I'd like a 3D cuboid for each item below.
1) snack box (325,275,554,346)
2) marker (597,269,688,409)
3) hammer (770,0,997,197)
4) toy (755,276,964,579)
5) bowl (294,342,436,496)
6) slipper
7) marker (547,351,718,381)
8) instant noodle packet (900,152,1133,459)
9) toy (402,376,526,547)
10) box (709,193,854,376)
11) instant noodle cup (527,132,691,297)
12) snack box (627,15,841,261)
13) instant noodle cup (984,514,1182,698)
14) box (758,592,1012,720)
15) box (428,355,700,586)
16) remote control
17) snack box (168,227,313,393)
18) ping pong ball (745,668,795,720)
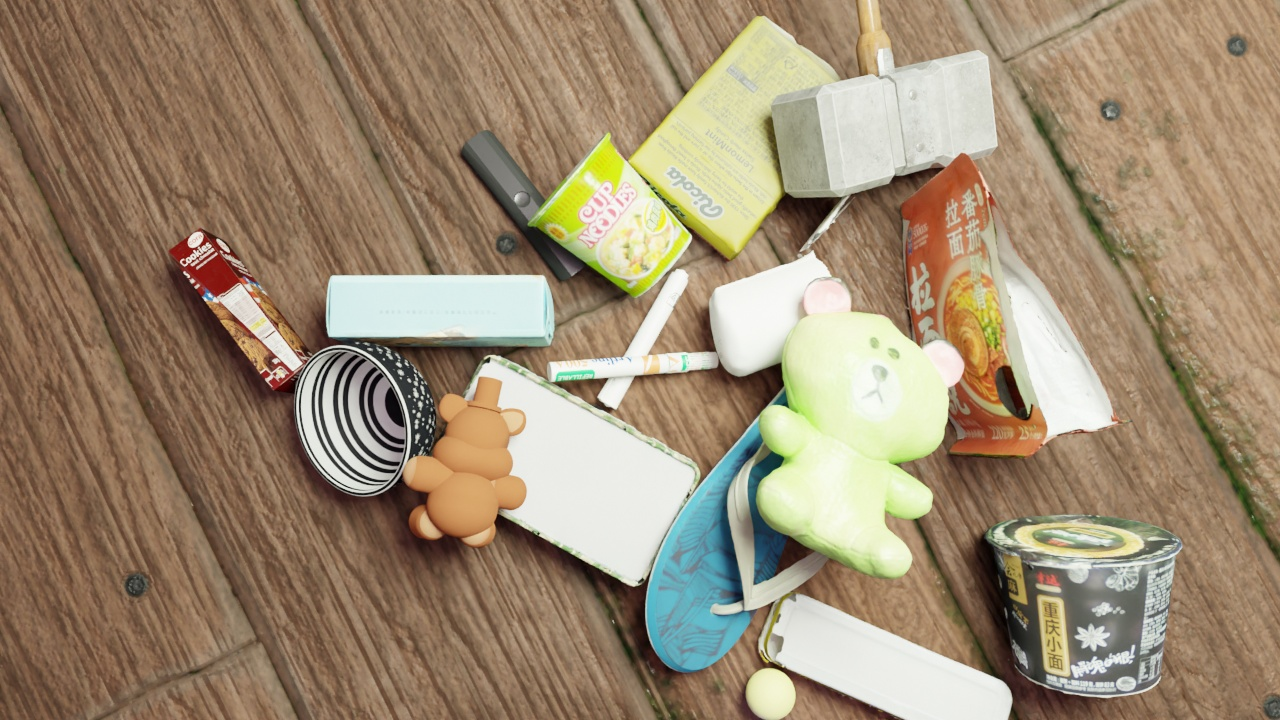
[{"bbox_3d":[-0.159,-0.039,0.748,0.174,0.075,0.053,1,86,-2],"label":"snack box"},{"bbox_3d":[0.003,-0.020,0.778,0.020,0.017,0.133,33,84,-37],"label":"marker"},{"bbox_3d":[0.172,-0.300,0.709,0.162,0.083,0.318,-18,106,-20],"label":"hammer"},{"bbox_3d":[0.156,0.055,0.685,0.150,0.107,0.196,26,62,-1],"label":"toy"},{"bbox_3d":[-0.210,0.042,0.737,0.120,0.066,0.120,6,103,27],"label":"bowl"},{"bbox_3d":[0.103,0.120,0.732,0.118,0.060,0.294,38,82,-24],"label":"slipper"},{"bbox_3d":[-0.004,0.004,0.758,0.145,0.017,0.017,-4,85,-19],"label":"marker"},{"bbox_3d":[0.268,-0.041,0.716,0.084,0.164,0.221,-18,86,-2],"label":"instant noodle packet"},{"bbox_3d":[-0.131,0.077,0.704,0.095,0.065,0.127,15,77,-18],"label":"toy"},{"bbox_3d":[0.125,-0.066,0.758,0.155,0.084,0.126,-18,79,-5],"label":"box"},{"bbox_3d":[-0.020,-0.112,0.748,0.108,0.099,0.099,41,85,-11],"label":"instant noodle cup"},{"bbox_3d":[0.089,-0.192,0.784,0.121,0.045,0.180,39,83,0],"label":"snack box"},{"bbox_3d":[0.348,0.191,0.720,0.137,0.137,0.112,-5,93,-2],"label":"instant noodle cup"},{"bbox_3d":[0.201,0.257,0.758,0.210,0.037,0.064,23,79,1],"label":"box"},{"bbox_3d":[-0.063,0.089,0.753,0.205,0.051,0.117,27,88,1],"label":"box"},{"bbox_3d":[-0.098,-0.133,0.787,0.033,0.015,0.147,-38,87,-4],"label":"remote control"},{"bbox_3d":[-0.322,-0.039,0.754,0.031,0.051,0.141,-38,87,-5],"label":"snack box"},{"bbox_3d":[0.106,0.271,0.746,0.040,0.040,0.040,0,85,-2],"label":"ping pong ball"}]
